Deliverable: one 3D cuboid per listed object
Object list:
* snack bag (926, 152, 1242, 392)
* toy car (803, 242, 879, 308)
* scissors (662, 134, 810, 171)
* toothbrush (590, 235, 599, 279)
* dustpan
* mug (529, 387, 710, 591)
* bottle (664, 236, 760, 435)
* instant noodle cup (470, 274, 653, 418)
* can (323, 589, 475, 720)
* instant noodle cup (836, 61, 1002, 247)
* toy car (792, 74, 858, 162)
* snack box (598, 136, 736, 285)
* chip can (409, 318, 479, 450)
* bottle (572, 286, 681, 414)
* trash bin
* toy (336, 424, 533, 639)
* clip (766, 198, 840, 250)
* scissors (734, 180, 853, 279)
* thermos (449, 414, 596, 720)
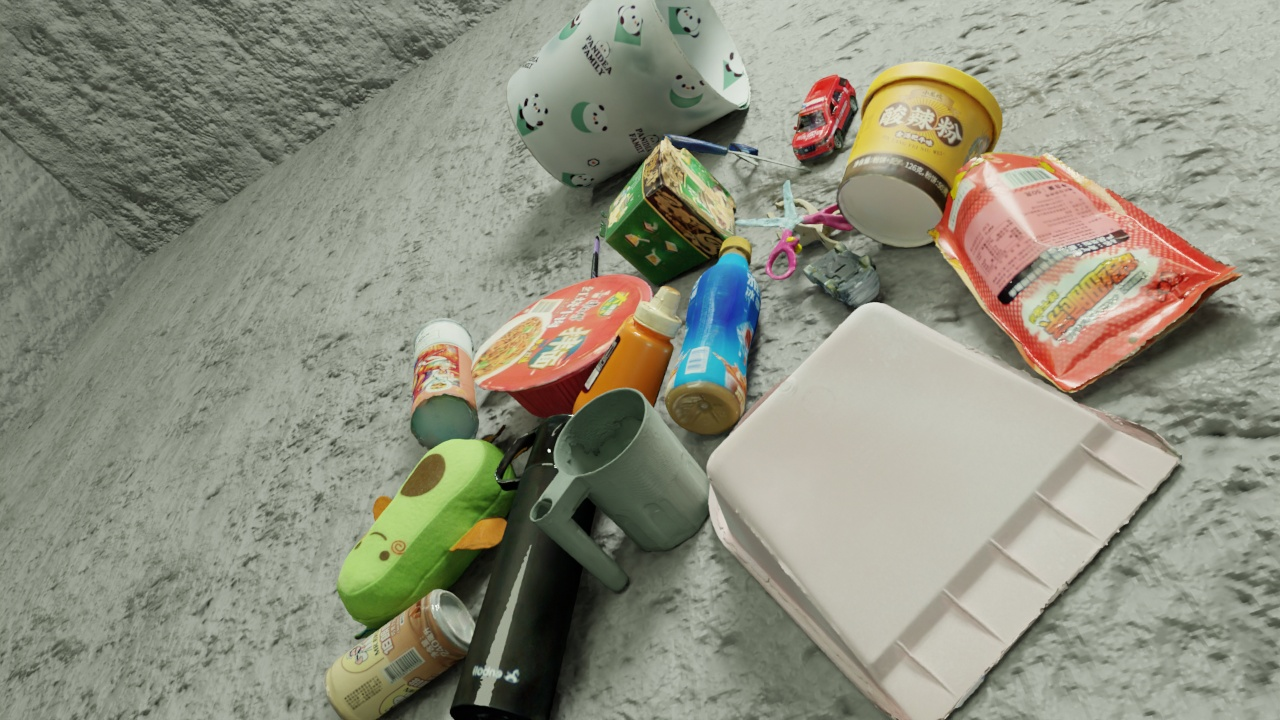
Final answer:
[{"bbox_3d":[0.289,-0.072,0.638,0.129,0.073,0.207,-34,36,11],"label":"snack bag"},{"bbox_3d":[0.173,-0.072,0.782,0.043,0.034,0.090,-40,22,4],"label":"toy car"},{"bbox_3d":[0.105,-0.229,1.011,0.176,0.012,0.162,15,19,12],"label":"scissors"},{"bbox_3d":[-0.053,-0.098,1.073,0.017,0.014,0.188,-20,35,16],"label":"toothbrush"},{"bbox_3d":[0.166,0.083,0.616,0.222,0.139,0.273,-42,59,-6],"label":"dustpan"},{"bbox_3d":[-0.014,0.099,0.691,0.084,0.103,0.123,9,56,51],"label":"mug"},{"bbox_3d":[0.071,-0.033,0.810,0.065,0.065,0.218,-19,36,30],"label":"bottle"},{"bbox_3d":[-0.066,-0.007,0.899,0.194,0.066,0.193,-20,29,11],"label":"instant noodle cup"},{"bbox_3d":[-0.193,0.239,0.741,0.116,0.058,0.058,-36,31,6],"label":"can"},{"bbox_3d":[0.229,-0.168,0.776,0.119,0.118,0.114,4,59,49],"label":"instant noodle cup"},{"bbox_3d":[0.197,-0.263,0.995,0.053,0.045,0.120,-11,43,40],"label":"toy car"},{"bbox_3d":[0.029,-0.150,0.977,0.106,0.117,0.118,-37,27,28],"label":"snack box"},{"bbox_3d":[-0.217,0.023,1.014,0.071,0.071,0.214,-36,26,4],"label":"chip can"},{"bbox_3d":[-0.005,0.005,0.793,0.149,0.066,0.067,-64,29,12],"label":"bottle"},{"bbox_3d":[-0.023,-0.365,1.198,0.253,0.229,0.229,-27,33,30],"label":"trash bin"},{"bbox_3d":[-0.180,0.139,0.829,0.227,0.090,0.246,-6,40,51],"label":"toy"},{"bbox_3d":[0.165,-0.128,0.864,0.070,0.034,0.100,-48,37,-17],"label":"clip"},{"bbox_3d":[0.146,-0.127,0.844,0.134,0.017,0.133,-17,44,23],"label":"scissors"},{"bbox_3d":[-0.087,0.156,0.700,0.090,0.068,0.241,-6,48,20],"label":"thermos"}]
